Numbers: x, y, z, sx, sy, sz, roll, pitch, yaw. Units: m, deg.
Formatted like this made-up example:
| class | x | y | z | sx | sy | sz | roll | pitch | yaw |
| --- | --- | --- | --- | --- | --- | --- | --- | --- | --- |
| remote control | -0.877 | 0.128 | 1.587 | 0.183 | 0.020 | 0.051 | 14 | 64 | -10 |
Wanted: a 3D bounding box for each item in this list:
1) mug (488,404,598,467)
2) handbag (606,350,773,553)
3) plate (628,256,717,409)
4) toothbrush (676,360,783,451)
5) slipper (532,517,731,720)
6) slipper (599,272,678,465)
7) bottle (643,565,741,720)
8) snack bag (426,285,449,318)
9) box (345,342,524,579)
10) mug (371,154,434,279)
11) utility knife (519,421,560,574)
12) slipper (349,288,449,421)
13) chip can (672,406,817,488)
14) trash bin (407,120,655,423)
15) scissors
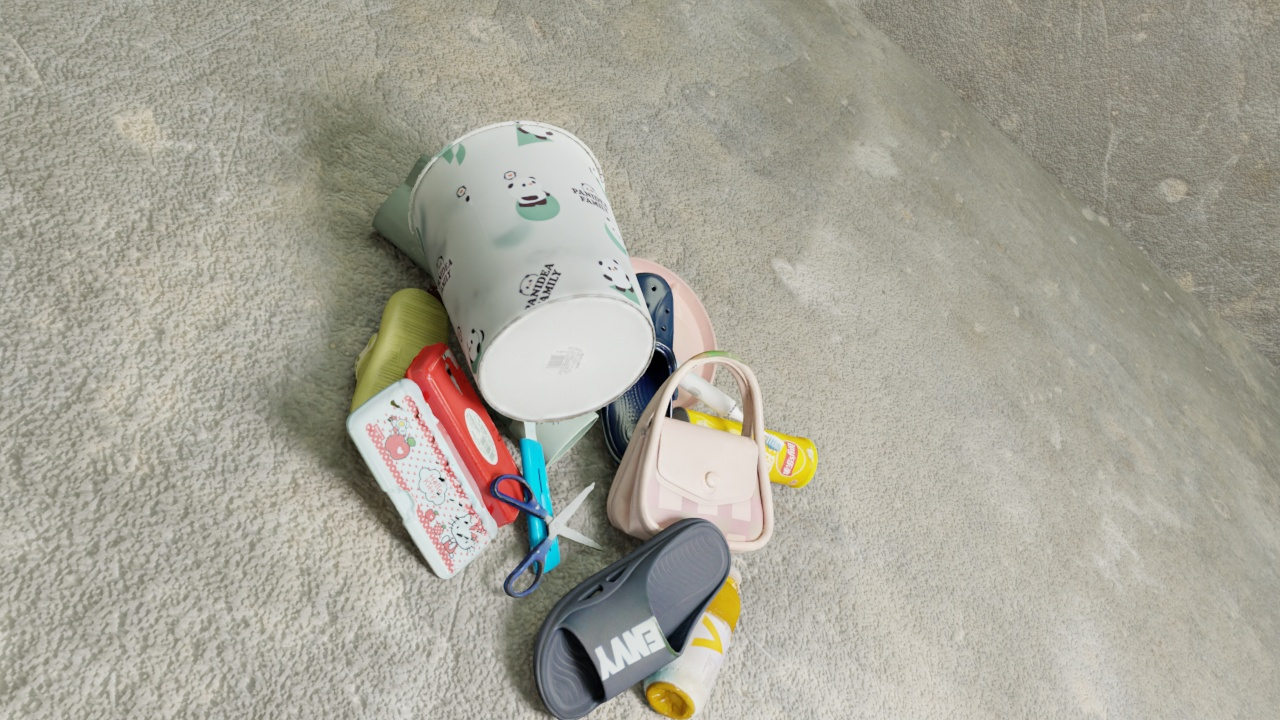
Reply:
| class | x | y | z | sx | sy | sz | roll | pitch | yaw |
| --- | --- | --- | --- | --- | --- | --- | --- | --- | --- |
| mug | -0.105 | 0.047 | 1.050 | 0.111 | 0.082 | 0.106 | -44 | 84 | -5 |
| handbag | 0.074 | 0.104 | 1.076 | 0.193 | 0.093 | 0.234 | 15 | 82 | -32 |
| plate | 0.004 | -0.031 | 1.229 | 0.229 | 0.028 | 0.229 | 14 | 62 | -29 |
| toothbrush | 0.091 | 0.047 | 1.175 | 0.221 | 0.027 | 0.026 | 36 | 55 | 6 |
| slipper | 0.007 | 0.248 | 0.919 | 0.267 | 0.083 | 0.110 | -34 | 98 | -33 |
| slipper | -0.007 | 0.007 | 1.115 | 0.105 | 0.095 | 0.252 | 3 | 75 | -10 |
| bottle | 0.065 | 0.298 | 1.000 | 0.068 | 0.068 | 0.189 | 40 | 40 | -4 |
| snack bag | -0.216 | -0.096 | 1.124 | 0.105 | 0.026 | 0.045 | -49 | 120 | -35 |
| box | -0.193 | 0.098 | 0.918 | 0.201 | 0.060 | 0.160 | 65 | 35 | -22 |
| mug | -0.249 | -0.170 | 1.105 | 0.103 | 0.124 | 0.083 | 43 | 39 | -4 |
| utility knife | -0.113 | 0.132 | 0.987 | 0.034 | 0.018 | 0.191 | 0 | 78 | -46 |
| slipper | -0.258 | 0.016 | 0.974 | 0.091 | 0.082 | 0.190 | 27 | 59 | -33 |
| chip can | 0.130 | 0.116 | 1.208 | 0.213 | 0.072 | 0.072 | 15 | 48 | -28 |
| trash bin | -0.109 | -0.087 | 0.975 | 0.229 | 0.230 | 0.251 | 7 | 42 | -35 |
| scissors | -0.100 | 0.175 | 0.964 | 0.162 | 0.012 | 0.175 | 54 | 45 | -23 |
